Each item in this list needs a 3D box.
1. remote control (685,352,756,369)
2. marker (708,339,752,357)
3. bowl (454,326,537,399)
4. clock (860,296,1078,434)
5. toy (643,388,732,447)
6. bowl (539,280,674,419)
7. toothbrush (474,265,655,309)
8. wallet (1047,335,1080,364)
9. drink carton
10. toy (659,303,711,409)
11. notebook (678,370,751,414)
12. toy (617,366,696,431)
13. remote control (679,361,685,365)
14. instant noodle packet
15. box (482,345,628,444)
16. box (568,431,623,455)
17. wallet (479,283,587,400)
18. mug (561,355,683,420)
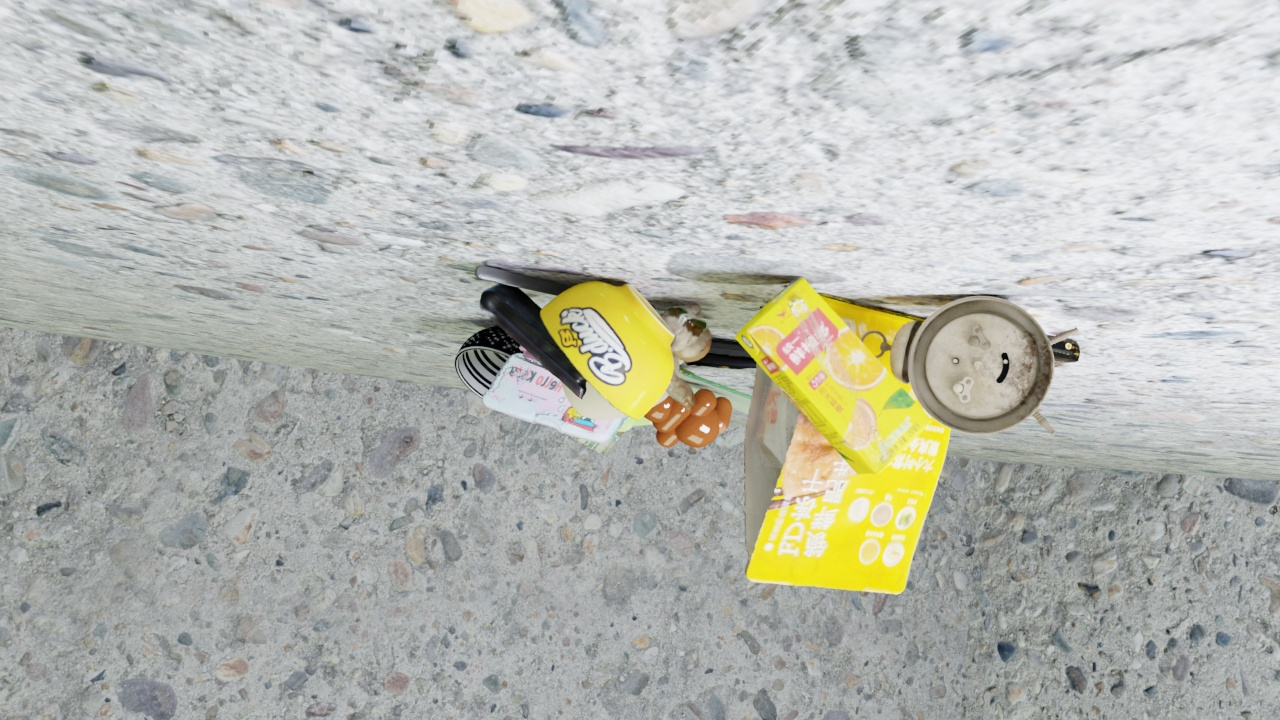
[{"bbox_3d":[0.073,-0.003,1.097,0.151,0.020,0.041,8,174,-18],"label":"remote control"},{"bbox_3d":[0.079,-0.014,0.979,0.124,0.021,0.018,6,130,-2],"label":"marker"},{"bbox_3d":[-0.157,0.000,1.112,0.120,0.066,0.120,16,144,12],"label":"bowl"},{"bbox_3d":[0.223,0.000,0.644,0.141,0.093,0.054,13,-175,32],"label":"clock"},{"bbox_3d":[0.036,0.051,1.021,0.127,0.065,0.095,30,127,-18],"label":"toy"},{"bbox_3d":[-0.016,-0.018,0.726,0.117,0.068,0.117,48,-173,-8],"label":"bowl"},{"bbox_3d":[-0.059,-0.057,0.763,0.167,0.013,0.013,11,-179,-32],"label":"toothbrush"},{"bbox_3d":[0.310,-0.006,0.789,0.072,0.019,0.123,8,174,-9],"label":"wallet"},{"bbox_3d":[0.132,0.012,0.636,0.134,0.058,0.043,48,170,0],"label":"drink carton"},{"bbox_3d":[0.036,-0.019,0.802,0.074,0.085,0.106,27,155,6],"label":"toy"},{"bbox_3d":[0.100,0.041,1.087,0.252,0.010,0.182,20,174,-33],"label":"notebook"},{"bbox_3d":[0.014,0.042,1.262,0.150,0.107,0.197,-16,-177,1],"label":"toy"},{"bbox_3d":[-0.015,-0.016,1.040,0.143,0.024,0.049,9,180,30],"label":"remote control"},{"bbox_3d":[0.165,0.072,0.735,0.162,0.221,0.084,11,176,-28],"label":"instant noodle packet"},{"bbox_3d":[-0.066,0.026,1.055,0.147,0.077,0.201,-27,145,36],"label":"box"},{"bbox_3d":[-0.119,0.050,1.264,0.205,0.051,0.117,38,-176,-40],"label":"box"},{"bbox_3d":[-0.082,-0.021,0.755,0.115,0.026,0.089,43,-174,-8],"label":"wallet"},{"bbox_3d":[-0.005,0.005,0.923,0.120,0.096,0.100,-7,174,-41],"label":"mug"}]
